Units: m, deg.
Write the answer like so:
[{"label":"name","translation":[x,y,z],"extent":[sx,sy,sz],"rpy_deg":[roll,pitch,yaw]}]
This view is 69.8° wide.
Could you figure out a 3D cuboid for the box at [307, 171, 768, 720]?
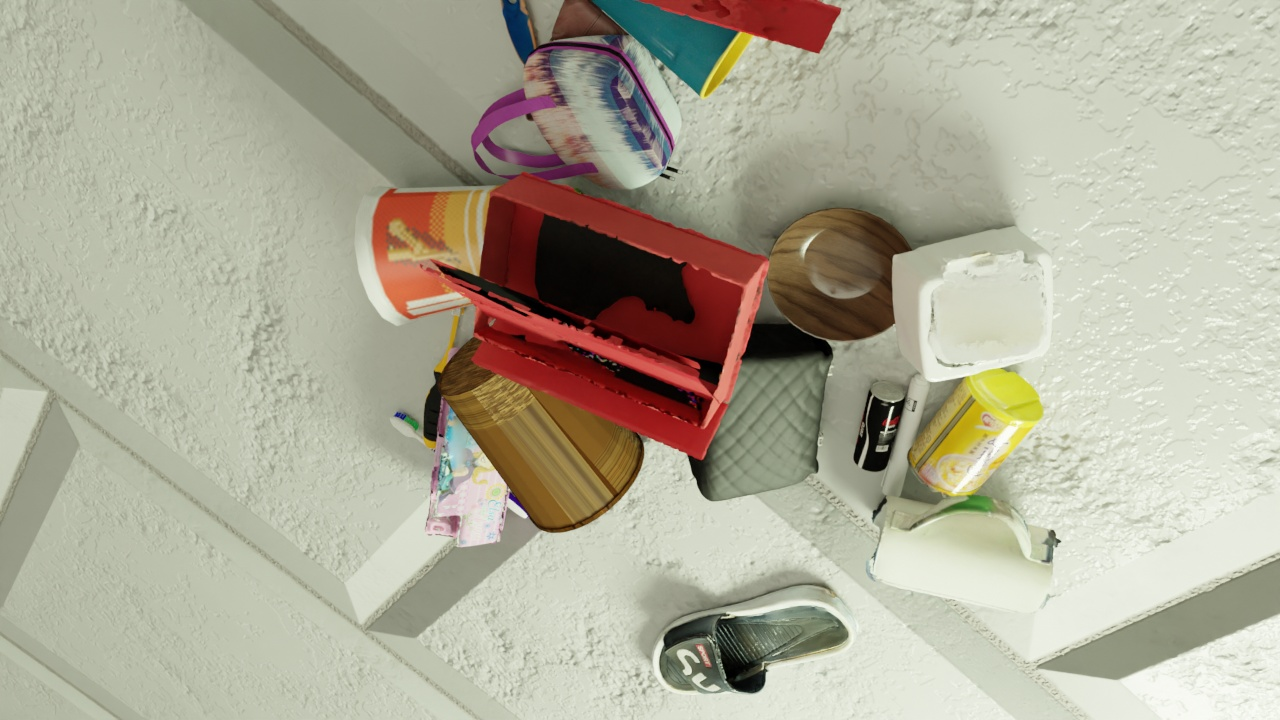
[{"label":"box","translation":[-0.073,0.082,0.699],"extent":[0.213,0.128,0.425],"rpy_deg":[23,92,13]}]

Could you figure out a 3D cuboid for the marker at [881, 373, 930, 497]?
[{"label":"marker","translation":[0.238,0.068,0.825],"extent":[0.020,0.017,0.134],"rpy_deg":[38,136,41]}]

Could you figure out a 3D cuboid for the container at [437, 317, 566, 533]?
[{"label":"container","translation":[-0.095,0.055,0.848],"extent":[0.132,0.131,0.167],"rpy_deg":[-19,123,28]}]

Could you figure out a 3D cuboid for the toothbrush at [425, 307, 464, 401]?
[{"label":"toothbrush","translation":[-0.200,0.013,0.942],"extent":[0.031,0.030,0.197],"rpy_deg":[15,121,-5]}]

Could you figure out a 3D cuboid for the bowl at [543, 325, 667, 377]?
[{"label":"bowl","translation":[-0.007,-0.048,0.791],"extent":[0.151,0.074,0.151],"rpy_deg":[10,107,34]}]

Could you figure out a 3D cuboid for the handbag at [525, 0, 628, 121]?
[{"label":"handbag","translation":[-0.061,-0.237,0.736],"extent":[0.055,0.029,0.120],"rpy_deg":[37,131,-11]}]

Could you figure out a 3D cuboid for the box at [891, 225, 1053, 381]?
[{"label":"box","translation":[0.258,-0.035,0.682],"extent":[0.108,0.101,0.102],"rpy_deg":[-15,119,-3]}]

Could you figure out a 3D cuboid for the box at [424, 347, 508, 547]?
[{"label":"box","translation":[-0.171,0.101,0.946],"extent":[0.084,0.063,0.231],"rpy_deg":[10,120,-7]}]

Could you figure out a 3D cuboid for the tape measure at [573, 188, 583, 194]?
[{"label":"tape measure","translation":[-0.075,-0.126,0.786],"extent":[0.059,0.065,0.036],"rpy_deg":[-26,102,24]}]

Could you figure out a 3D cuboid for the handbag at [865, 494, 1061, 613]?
[{"label":"handbag","translation":[0.276,0.162,0.788],"extent":[0.151,0.073,0.176],"rpy_deg":[12,155,12]}]

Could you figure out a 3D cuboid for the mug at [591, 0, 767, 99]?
[{"label":"mug","translation":[0.020,-0.258,0.665],"extent":[0.121,0.078,0.078],"rpy_deg":[37,126,1]}]

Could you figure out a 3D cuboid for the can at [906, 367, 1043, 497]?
[{"label":"can","translation":[0.281,0.061,0.773],"extent":[0.067,0.067,0.105],"rpy_deg":[27,126,2]}]

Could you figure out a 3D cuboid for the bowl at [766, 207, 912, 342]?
[{"label":"bowl","translation":[0.165,-0.074,0.750],"extent":[0.119,0.032,0.119],"rpy_deg":[9,124,14]}]

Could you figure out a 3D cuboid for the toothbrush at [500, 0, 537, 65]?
[{"label":"toothbrush","translation":[-0.103,-0.295,0.717],"extent":[0.022,0.017,0.135],"rpy_deg":[0,121,23]}]

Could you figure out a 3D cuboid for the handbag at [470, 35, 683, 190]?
[{"label":"handbag","translation":[-0.061,-0.186,0.739],"extent":[0.170,0.067,0.144],"rpy_deg":[-7,138,30]}]

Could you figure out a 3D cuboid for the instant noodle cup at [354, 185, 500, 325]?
[{"label":"instant noodle cup","translation":[-0.164,-0.099,0.807],"extent":[0.121,0.123,0.123],"rpy_deg":[-6,119,14]}]

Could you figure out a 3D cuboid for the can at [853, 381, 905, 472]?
[{"label":"can","translation":[0.213,0.060,0.819],"extent":[0.031,0.031,0.081],"rpy_deg":[12,124,12]}]

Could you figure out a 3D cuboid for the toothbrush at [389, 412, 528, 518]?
[{"label":"toothbrush","translation":[-0.197,0.116,1.012],"extent":[0.186,0.016,0.015],"rpy_deg":[37,126,-8]}]

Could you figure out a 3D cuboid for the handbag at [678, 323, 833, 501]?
[{"label":"handbag","translation":[0.103,0.034,0.825],"extent":[0.125,0.114,0.154],"rpy_deg":[-4,119,-7]}]

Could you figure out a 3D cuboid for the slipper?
[{"label":"slipper","translation":[0.111,0.321,1.005],"extent":[0.265,0.063,0.111],"rpy_deg":[-28,108,29]}]
